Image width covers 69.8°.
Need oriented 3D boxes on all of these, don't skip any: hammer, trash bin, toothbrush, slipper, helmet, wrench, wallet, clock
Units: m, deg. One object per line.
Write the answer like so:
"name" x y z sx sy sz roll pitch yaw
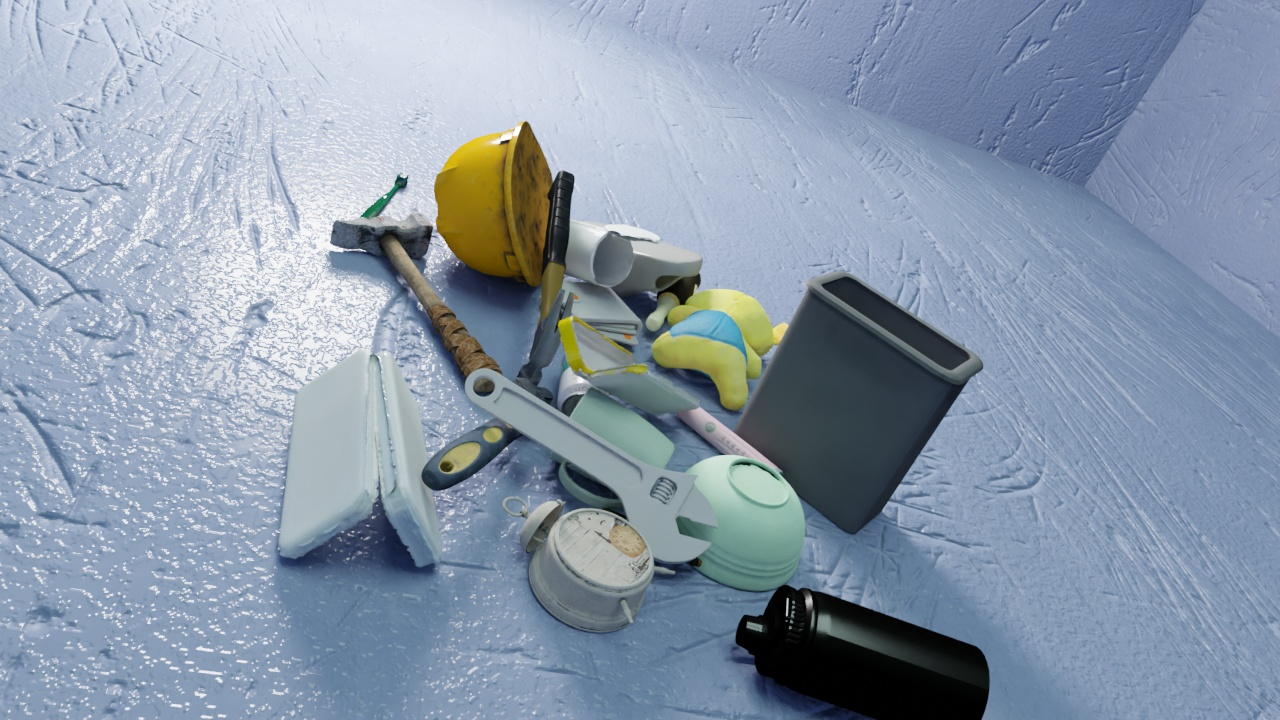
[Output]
"hammer" -0.246 -0.072 1.057 0.121 0.049 0.318 -8 44 -39
"trash bin" 0.230 0.045 1.015 0.192 0.220 0.097 38 33 24
"toothbrush" -0.349 -0.219 1.246 0.016 0.017 0.189 20 30 -6
"slipper" -0.029 -0.136 1.291 0.266 0.081 0.112 22 20 36
"helmet" -0.194 -0.196 1.171 0.131 0.205 0.255 -1 3 5
"hammer" -0.102 -0.121 1.091 0.025 0.118 0.332 19 41 -17
"toothbrush" 0.070 0.071 1.059 0.222 0.026 0.027 37 75 24
"wrench" -0.051 0.096 0.852 0.273 0.018 0.086 30 70 4
"wrench" -0.135 0.068 0.879 0.073 0.022 0.272 44 21 3
"wallet" -0.058 -0.057 1.168 0.118 0.038 0.115 0 37 -41
"clock" -0.054 0.161 0.790 0.157 0.061 0.103 34 31 14

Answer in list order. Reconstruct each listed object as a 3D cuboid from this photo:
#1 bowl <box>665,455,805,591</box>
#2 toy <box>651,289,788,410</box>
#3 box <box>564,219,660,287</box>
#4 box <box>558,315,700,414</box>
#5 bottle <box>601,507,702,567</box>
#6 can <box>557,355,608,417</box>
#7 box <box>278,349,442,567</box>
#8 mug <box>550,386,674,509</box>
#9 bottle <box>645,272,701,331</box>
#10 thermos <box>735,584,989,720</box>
"bowl" 0.101 0.147 0.909 0.151 0.077 0.150 18 31 -11
"toy" 0.109 -0.035 1.202 0.149 0.084 0.213 31 33 10
"box" -0.047 -0.140 1.176 0.083 0.092 0.166 8 12 -45
"box" -0.013 0.017 0.974 0.117 0.057 0.210 32 -1 24
"bottle" 0.008 0.169 0.858 0.106 0.025 0.025 24 30 1
"can" -0.062 0.027 1.009 0.055 0.055 0.101 17 30 -11
"box" -0.253 0.088 0.784 0.127 0.106 0.215 -16 39 -8
"mug" -0.031 0.096 0.901 0.104 0.084 0.111 30 46 3
"bottle" 0.041 -0.084 1.269 0.045 0.045 0.184 26 30 5
"thermos" 0.184 0.253 0.782 0.198 0.086 0.086 20 30 -5
